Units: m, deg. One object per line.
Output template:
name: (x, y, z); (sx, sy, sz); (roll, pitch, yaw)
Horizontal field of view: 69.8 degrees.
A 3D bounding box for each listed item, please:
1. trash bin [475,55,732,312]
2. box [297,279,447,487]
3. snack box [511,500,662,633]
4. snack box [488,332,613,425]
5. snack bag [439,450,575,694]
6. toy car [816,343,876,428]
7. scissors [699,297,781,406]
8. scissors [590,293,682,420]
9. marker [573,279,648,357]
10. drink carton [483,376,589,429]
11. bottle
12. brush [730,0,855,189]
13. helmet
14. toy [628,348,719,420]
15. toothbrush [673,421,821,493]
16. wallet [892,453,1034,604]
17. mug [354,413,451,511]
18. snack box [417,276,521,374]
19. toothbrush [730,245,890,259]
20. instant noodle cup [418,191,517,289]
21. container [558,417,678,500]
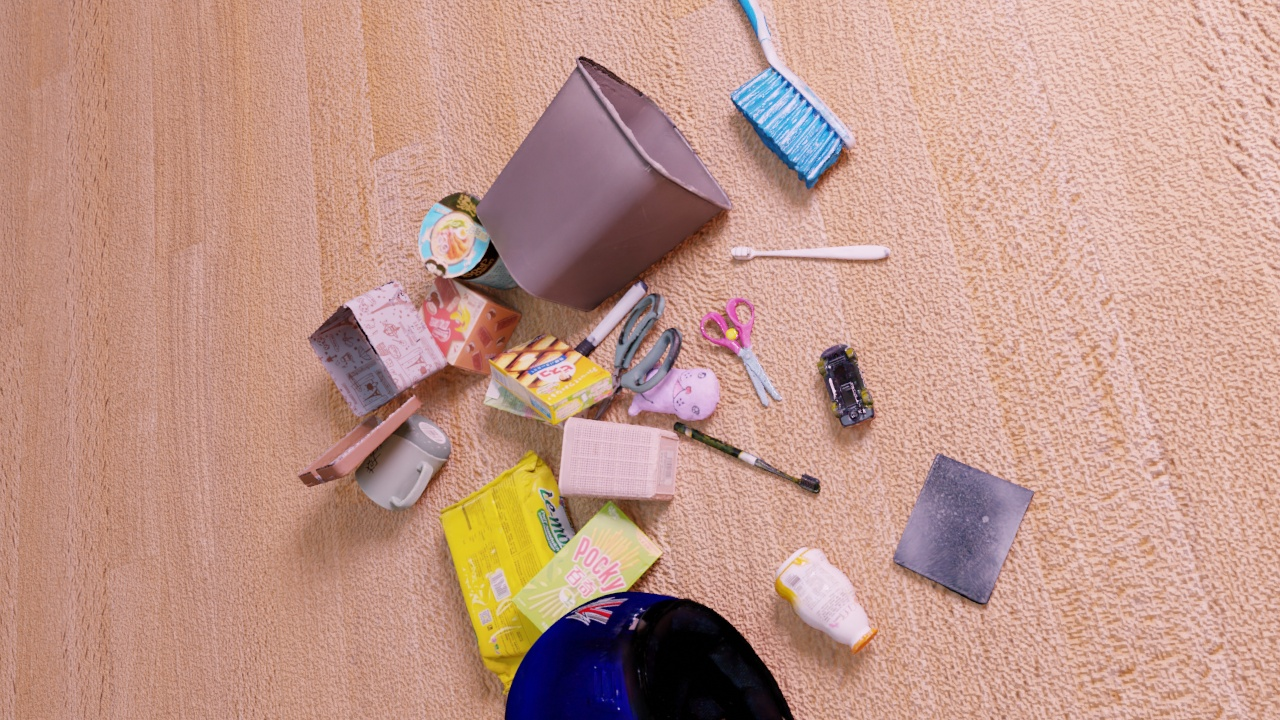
trash bin: (-0.052, -0.190, 1.064); (0.220, 0.198, 0.198); (-42, 63, 22)
box: (-0.367, 0.024, 1.145); (0.158, 0.216, 0.181); (52, 147, -13)
snack box: (-0.059, 0.240, 1.022); (0.156, 0.026, 0.086); (-43, 82, -14)
snack box: (-0.107, 0.019, 1.088); (0.140, 0.086, 0.034); (33, 140, 43)
snack bag: (-0.147, 0.251, 1.091); (0.158, 0.068, 0.246); (-31, 69, 20)
toy car: (0.216, 0.026, 0.960); (0.042, 0.035, 0.090); (-24, 64, 20)
scissors: (0.126, -0.011, 1.029); (0.072, 0.017, 0.137); (-37, 70, 6)
scissors: (-0.006, 0.012, 1.062); (0.179, 0.019, 0.161); (-61, 33, 9)
marker: (-0.039, -0.047, 1.120); (0.131, 0.018, 0.022); (-48, 54, 12)
drink carton: (-0.127, 0.051, 1.127); (0.123, 0.053, 0.045); (14, 85, 29)
bottle: (0.186, 0.241, 0.918); (0.063, 0.063, 0.108); (-50, 62, 11)
brush: (0.145, -0.334, 1.062); (0.109, 0.060, 0.314); (-40, 62, 10)
helmet: (0.005, 0.386, 0.894); (0.241, 0.246, 0.315); (-34, 89, 34)
toy: (0.043, 0.033, 1.048); (0.108, 0.039, 0.083); (10, 80, 33)
toothbrush: (0.114, 0.103, 1.010); (0.186, 0.017, 0.012); (22, 52, 30)
wallet: (0.312, 0.163, 0.893); (0.097, 0.019, 0.121); (24, 93, 29)
mug: (-0.298, 0.136, 1.176); (0.106, 0.082, 0.111); (-48, 39, 7)
snack box: (-0.227, -0.048, 1.185); (0.093, 0.077, 0.094); (32, 96, 29)
toothbrush: (0.185, -0.120, 1.015); (0.180, 0.016, 0.016); (3, 84, 28)
instant noodle cup: (-0.201, -0.141, 1.165); (0.111, 0.120, 0.111); (-6, 76, 26)
container: (-0.021, 0.114, 1.036); (0.111, 0.090, 0.090); (2, 82, 21)
